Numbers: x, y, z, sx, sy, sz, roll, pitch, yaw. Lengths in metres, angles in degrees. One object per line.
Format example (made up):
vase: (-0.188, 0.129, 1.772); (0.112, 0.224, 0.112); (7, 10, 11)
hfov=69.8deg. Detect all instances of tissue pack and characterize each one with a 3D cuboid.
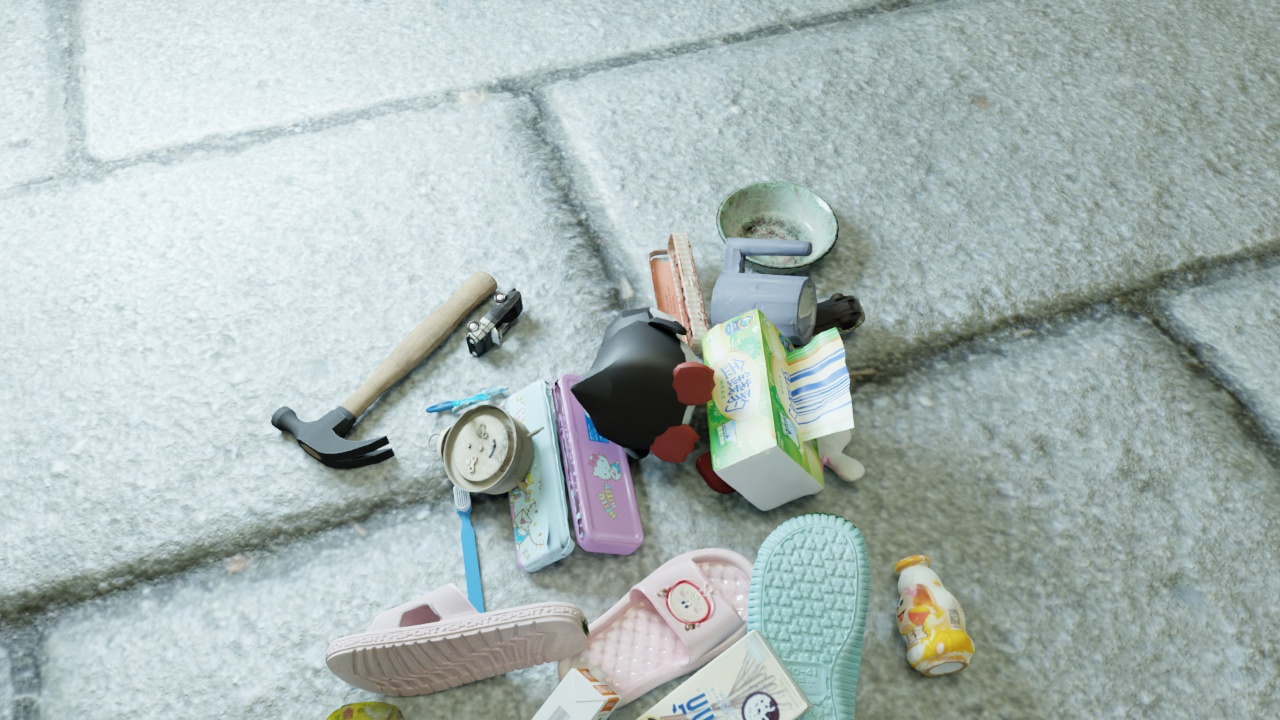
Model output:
tissue pack: (0.154, 0.038, 0.967); (0.142, 0.120, 0.197); (-27, 49, 26)

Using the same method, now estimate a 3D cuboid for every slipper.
slipper: (0.153, 0.280, 0.860); (0.116, 0.069, 0.275); (6, 70, 2)
slipper: (-0.167, 0.253, 0.854); (0.239, 0.094, 0.064); (-10, 43, 1)
slipper: (0.021, 0.254, 0.883); (0.221, 0.056, 0.106); (-28, 57, -18)

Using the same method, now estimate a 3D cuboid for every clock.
clock: (-0.173, 0.096, 0.984); (0.141, 0.054, 0.093); (6, 75, 31)

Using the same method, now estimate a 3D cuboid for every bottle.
bottle: (0.278, 0.245, 0.887); (0.063, 0.063, 0.108); (-6, 55, -5)

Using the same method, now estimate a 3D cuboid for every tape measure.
tape measure: (0.097, 0.116, 1.004); (0.059, 0.019, 0.051); (-26, 58, -18)

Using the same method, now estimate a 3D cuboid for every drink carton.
drink carton: (-0.071, 0.326, 0.801); (0.040, 0.058, 0.122); (36, 84, 22)

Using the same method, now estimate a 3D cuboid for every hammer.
hammer: (-0.273, 0.000, 1.077); (0.132, 0.040, 0.304); (27, 58, 22)

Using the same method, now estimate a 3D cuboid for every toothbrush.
toothbrush: (-0.176, 0.199, 0.945); (0.016, 0.014, 0.166); (-10, 56, -8)

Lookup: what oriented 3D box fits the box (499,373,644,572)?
box: (-0.081, 0.114, 0.983); (0.140, 0.062, 0.213); (-11, 55, -5)

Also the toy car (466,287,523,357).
toy car: (-0.172, -0.045, 1.103); (0.037, 0.040, 0.092); (30, 62, 16)

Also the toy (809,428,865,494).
toy: (0.196, 0.089, 1.014); (0.076, 0.037, 0.125); (-13, 52, 0)

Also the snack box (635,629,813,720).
snack box: (0.070, 0.317, 0.816); (0.150, 0.026, 0.082); (-39, 61, 6)

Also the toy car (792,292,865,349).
toy car: (0.215, -0.044, 1.113); (0.113, 0.040, 0.048); (-18, 55, 8)

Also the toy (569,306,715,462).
toy: (-0.006, 0.006, 1.002); (0.140, 0.159, 0.183); (12, 26, -9)

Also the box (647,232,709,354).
box: (0.045, -0.079, 1.125); (0.077, 0.054, 0.186); (-26, 50, 20)

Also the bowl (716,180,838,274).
bowl: (0.176, -0.167, 1.198); (0.157, 0.039, 0.157); (0, 54, 0)

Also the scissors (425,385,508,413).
scissors: (-0.199, 0.048, 1.004); (0.113, 0.140, 0.013); (-14, 96, 5)

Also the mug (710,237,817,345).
mug: (0.147, -0.081, 1.074); (0.104, 0.083, 0.124); (5, 92, 27)

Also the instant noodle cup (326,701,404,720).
instant noodle cup: (-0.238, 0.359, 0.786); (0.102, 0.102, 0.108); (-8, 46, -6)
